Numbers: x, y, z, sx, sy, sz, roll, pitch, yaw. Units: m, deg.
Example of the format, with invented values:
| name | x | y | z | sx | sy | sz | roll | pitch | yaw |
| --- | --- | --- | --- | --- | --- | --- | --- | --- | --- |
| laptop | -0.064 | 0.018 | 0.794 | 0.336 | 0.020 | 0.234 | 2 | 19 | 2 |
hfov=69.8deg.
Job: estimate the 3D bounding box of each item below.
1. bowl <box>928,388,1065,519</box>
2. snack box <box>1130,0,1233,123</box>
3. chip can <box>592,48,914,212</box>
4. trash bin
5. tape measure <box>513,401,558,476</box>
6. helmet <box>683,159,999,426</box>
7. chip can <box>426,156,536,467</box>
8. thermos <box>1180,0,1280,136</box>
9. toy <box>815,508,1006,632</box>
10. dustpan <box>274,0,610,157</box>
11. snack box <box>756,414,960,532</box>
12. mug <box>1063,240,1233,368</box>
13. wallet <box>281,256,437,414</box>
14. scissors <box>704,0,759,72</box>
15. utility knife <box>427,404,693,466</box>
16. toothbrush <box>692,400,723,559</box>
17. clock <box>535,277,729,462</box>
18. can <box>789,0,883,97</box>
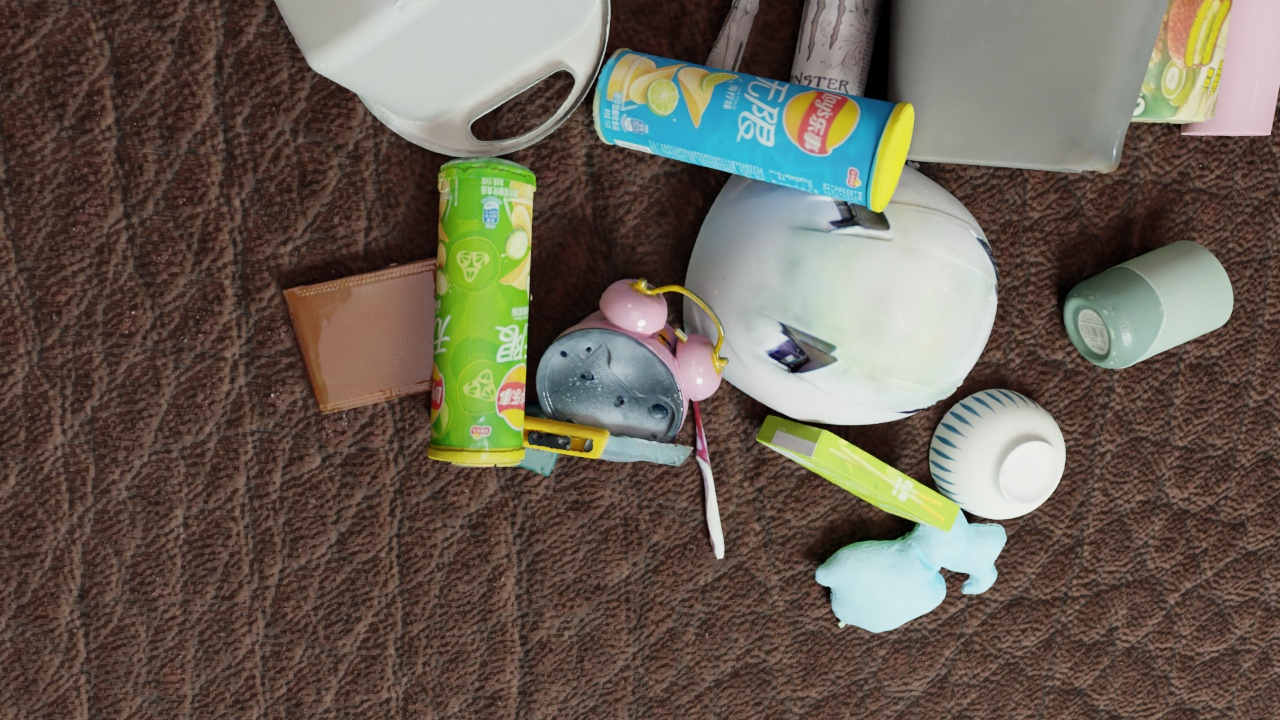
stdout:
| name | x | y | z | sx | sy | sz | roll | pitch | yaw |
| --- | --- | --- | --- | --- | --- | --- | --- | --- | --- |
| bowl | 0.322 | 0.088 | 0.805 | 0.116 | 0.066 | 0.116 | -3 | 104 | -10 |
| snack box | 0.403 | -0.312 | 0.725 | 0.114 | 0.063 | 0.240 | -2 | 104 | -10 |
| chip can | 0.075 | -0.163 | 0.634 | 0.210 | 0.071 | 0.071 | 19 | 101 | 21 |
| trash bin | 0.266 | -0.254 | 0.640 | 0.199 | 0.198 | 0.220 | 8 | 112 | 18 |
| tape measure | -0.088 | 0.062 | 0.744 | 0.054 | 0.025 | 0.058 | 18 | 99 | -15 |
| helmet | 0.171 | -0.049 | 0.702 | 0.258 | 0.146 | 0.229 | 19 | 99 | -15 |
| chip can | -0.116 | -0.036 | 0.670 | 0.072 | 0.072 | 0.221 | 2 | 90 | -11 |
| thermos | 0.494 | -0.282 | 0.737 | 0.067 | 0.087 | 0.199 | 1 | 104 | -9 |
| toy | 0.238 | 0.191 | 0.821 | 0.161 | 0.049 | 0.156 | 24 | 107 | -16 |
| dustpan | -0.143 | -0.277 | 0.622 | 0.223 | 0.142 | 0.257 | -25 | 80 | 19 |
| snack box | 0.180 | 0.094 | 0.760 | 0.156 | 0.086 | 0.026 | 29 | 83 | -22 |
| mug | 0.431 | -0.036 | 0.794 | 0.106 | 0.082 | 0.112 | -23 | 138 | -5 |
| wallet | -0.199 | -0.021 | 0.702 | 0.124 | 0.032 | 0.101 | -14 | 102 | -8 |
| scissors | 0.090 | -0.281 | 0.677 | 0.213 | 0.015 | 0.198 | -46 | 148 | -21 |
| utility knife | -0.066 | 0.057 | 0.704 | 0.218 | 0.015 | 0.033 | 8 | 121 | 16 |
| toothbrush | 0.050 | 0.085 | 0.780 | 0.017 | 0.016 | 0.188 | -11 | 105 | 0 |
| clock | -0.004 | 0.004 | 0.696 | 0.117 | 0.059 | 0.159 | 43 | 125 | -7 |
| can | 0.148 | -0.242 | 0.696 | 0.058 | 0.058 | 0.147 | 6 | 103 | -12 |
